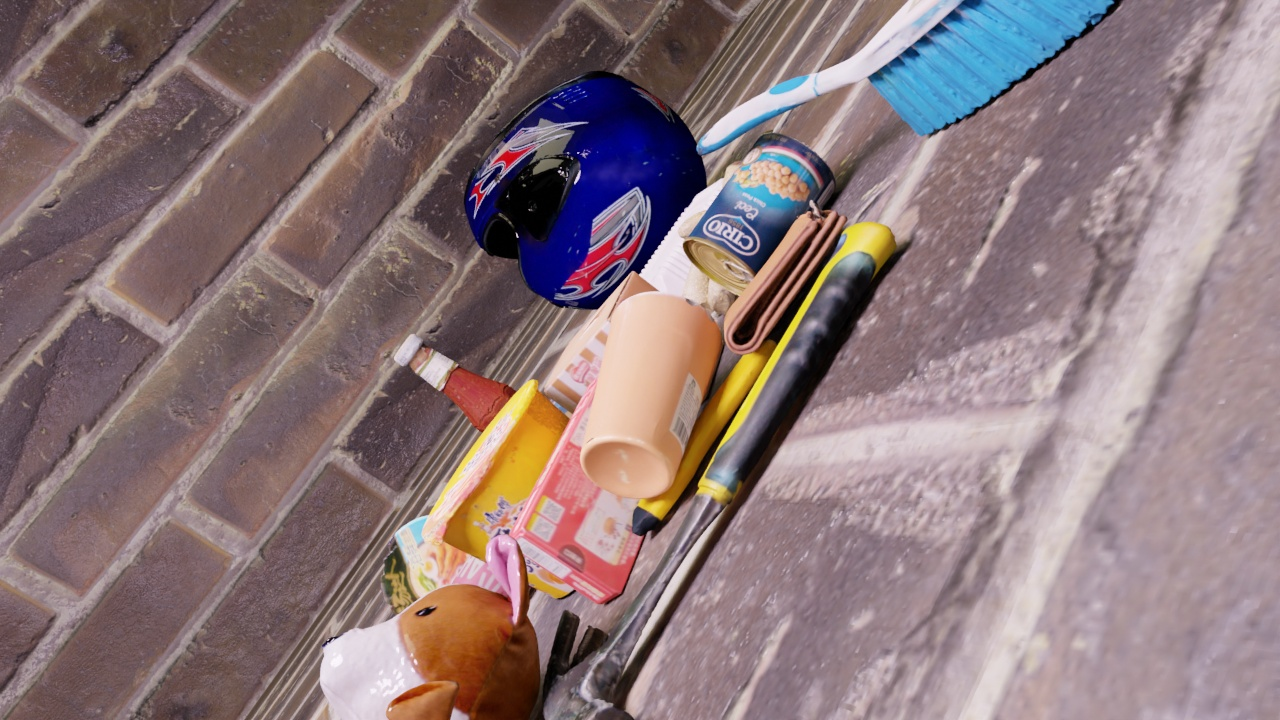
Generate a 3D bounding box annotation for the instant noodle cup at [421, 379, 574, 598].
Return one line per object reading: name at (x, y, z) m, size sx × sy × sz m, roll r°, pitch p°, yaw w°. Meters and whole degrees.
instant noodle cup at (-0.076, 0.100, 0.675) m, size 0.138 × 0.110 × 0.138 m, roll -50°, pitch 11°, yaw 13°

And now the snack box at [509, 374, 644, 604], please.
snack box at (-0.024, 0.080, 0.613) m, size 0.026 × 0.075 × 0.152 m, roll -45°, pitch 14°, yaw 44°

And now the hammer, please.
hammer at (0.047, 0.057, 0.500) m, size 0.322 × 0.032 × 0.126 m, roll -56°, pitch 12°, yaw -15°

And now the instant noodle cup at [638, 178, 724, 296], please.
instant noodle cup at (0.055, -0.105, 0.908) m, size 0.173 × 0.060 × 0.138 m, roll -57°, pitch 11°, yaw -11°

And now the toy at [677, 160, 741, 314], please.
toy at (0.080, -0.109, 0.806) m, size 0.105 × 0.066 × 0.157 m, roll -18°, pitch 45°, yaw 51°

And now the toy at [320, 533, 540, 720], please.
toy at (-0.111, 0.189, 0.464) m, size 0.140 × 0.130 × 0.199 m, roll -45°, pitch 17°, yaw 38°

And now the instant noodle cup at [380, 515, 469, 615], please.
instant noodle cup at (-0.178, 0.189, 0.878) m, size 0.111 × 0.111 × 0.120 m, roll -53°, pitch 2°, yaw 3°

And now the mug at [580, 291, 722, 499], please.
mug at (0.005, 0.024, 0.590) m, size 0.078 × 0.078 × 0.122 m, roll -43°, pitch 22°, yaw 43°

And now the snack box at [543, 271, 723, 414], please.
snack box at (-0.004, 0.004, 0.713) m, size 0.093 × 0.094 × 0.076 m, roll -46°, pitch 13°, yaw 37°

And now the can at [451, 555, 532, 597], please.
can at (-0.099, 0.147, 0.761) m, size 0.147 × 0.058 × 0.058 m, roll -59°, pitch 12°, yaw -27°

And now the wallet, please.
wallet at (0.093, -0.056, 0.614) m, size 0.108 × 0.031 × 0.131 m, roll -53°, pitch 1°, yaw 9°

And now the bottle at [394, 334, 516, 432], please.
bottle at (-0.162, 0.044, 0.959) m, size 0.060 × 0.206 × 0.059 m, roll -52°, pitch 11°, yaw 13°

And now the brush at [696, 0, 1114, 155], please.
brush at (0.154, -0.187, 0.609) m, size 0.315 × 0.109 × 0.060 m, roll -34°, pitch 24°, yaw 59°

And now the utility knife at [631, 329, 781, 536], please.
utility knife at (0.045, 0.045, 0.590) m, size 0.163 × 0.015 × 0.033 m, roll -54°, pitch 17°, yaw -9°

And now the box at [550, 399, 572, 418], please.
box at (-0.040, 0.017, 0.919) m, size 0.090 × 0.061 × 0.184 m, roll -48°, pitch 14°, yaw 23°

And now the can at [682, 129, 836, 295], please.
can at (0.094, -0.114, 0.720) m, size 0.111 × 0.075 × 0.075 m, roll -55°, pitch 11°, yaw -10°

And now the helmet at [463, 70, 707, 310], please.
helmet at (-0.062, -0.178, 1.128) m, size 0.316 × 0.240 × 0.246 m, roll -37°, pitch -20°, yaw 34°
